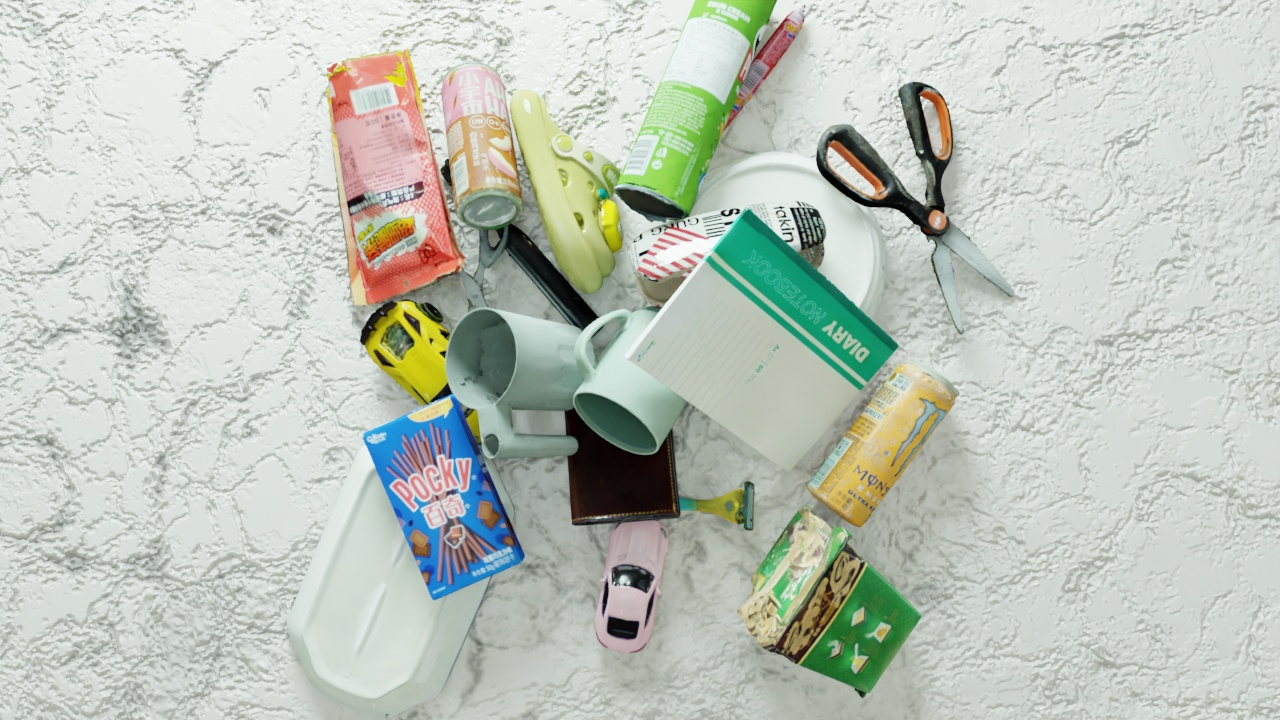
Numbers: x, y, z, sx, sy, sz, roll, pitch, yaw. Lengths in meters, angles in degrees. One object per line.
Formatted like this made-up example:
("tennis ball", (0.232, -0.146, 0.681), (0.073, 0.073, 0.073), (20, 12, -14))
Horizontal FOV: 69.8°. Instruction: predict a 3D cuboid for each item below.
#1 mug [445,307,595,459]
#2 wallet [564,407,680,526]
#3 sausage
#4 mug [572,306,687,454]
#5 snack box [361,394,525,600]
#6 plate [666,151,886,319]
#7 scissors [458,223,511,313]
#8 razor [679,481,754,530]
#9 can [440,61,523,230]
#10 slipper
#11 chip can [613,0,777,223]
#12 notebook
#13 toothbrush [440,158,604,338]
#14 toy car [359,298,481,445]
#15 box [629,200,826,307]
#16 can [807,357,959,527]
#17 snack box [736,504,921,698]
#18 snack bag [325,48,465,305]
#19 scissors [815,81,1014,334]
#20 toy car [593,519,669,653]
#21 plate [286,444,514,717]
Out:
("mug", (-0.097, 0.022, 0.775), (0.084, 0.103, 0.124), (-17, 76, 34))
("wallet", (-0.017, 0.082, 0.811), (0.096, 0.020, 0.122), (-5, 71, -1))
("sausage", (0.104, -0.259, 0.832), (0.020, 0.020, 0.156), (38, 90, 4))
("mug", (-0.005, 0.005, 0.776), (0.112, 0.082, 0.106), (45, 62, -23))
("snack box", (-0.169, 0.117, 0.791), (0.084, 0.026, 0.157), (-24, 89, 2))
("plate", (0.117, -0.088, 0.812), (0.205, 0.045, 0.205), (0, 88, 4))
("scissors", (-0.151, -0.067, 0.834), (0.172, 0.014, 0.160), (38, 107, 11))
("razor", (0.035, 0.126, 0.815), (0.132, 0.028, 0.043), (2, 76, 4))
("can", (-0.139, -0.187, 0.800), (0.058, 0.058, 0.147), (-13, 64, 3))
("slipper", (-0.057, -0.156, 0.805), (0.081, 0.091, 0.190), (-20, 83, -1))
("chip can", (0.051, -0.236, 0.793), (0.072, 0.072, 0.235), (22, 81, 4))
("notebook", (0.106, -0.009, 0.756), (0.209, 0.012, 0.150), (35, 99, -32))
("toothbrush", (-0.111, -0.104, 0.836), (0.212, 0.026, 0.027), (48, 124, 6))
("toy car", (-0.180, 0.010, 0.822), (0.156, 0.041, 0.071), (44, 102, 3))
("box", (0.074, -0.088, 0.773), (0.163, 0.079, 0.074), (-14, 52, 1))
("can", (0.209, 0.071, 0.792), (0.058, 0.058, 0.146), (37, 90, 4))
("snack box", (0.163, 0.204, 0.771), (0.105, 0.118, 0.117), (34, 90, -8))
("snack bag", (-0.227, -0.162, 0.822), (0.129, 0.073, 0.208), (-13, 89, 28))
("scissors", (0.250, -0.144, 0.799), (0.221, 0.022, 0.223), (22, 75, -15))
("toy car", (-0.008, 0.197, 0.812), (0.056, 0.037, 0.122), (10, 87, 2))
("plate", (-0.221, 0.191, 0.825), (0.162, 0.034, 0.265), (23, 89, 4))
